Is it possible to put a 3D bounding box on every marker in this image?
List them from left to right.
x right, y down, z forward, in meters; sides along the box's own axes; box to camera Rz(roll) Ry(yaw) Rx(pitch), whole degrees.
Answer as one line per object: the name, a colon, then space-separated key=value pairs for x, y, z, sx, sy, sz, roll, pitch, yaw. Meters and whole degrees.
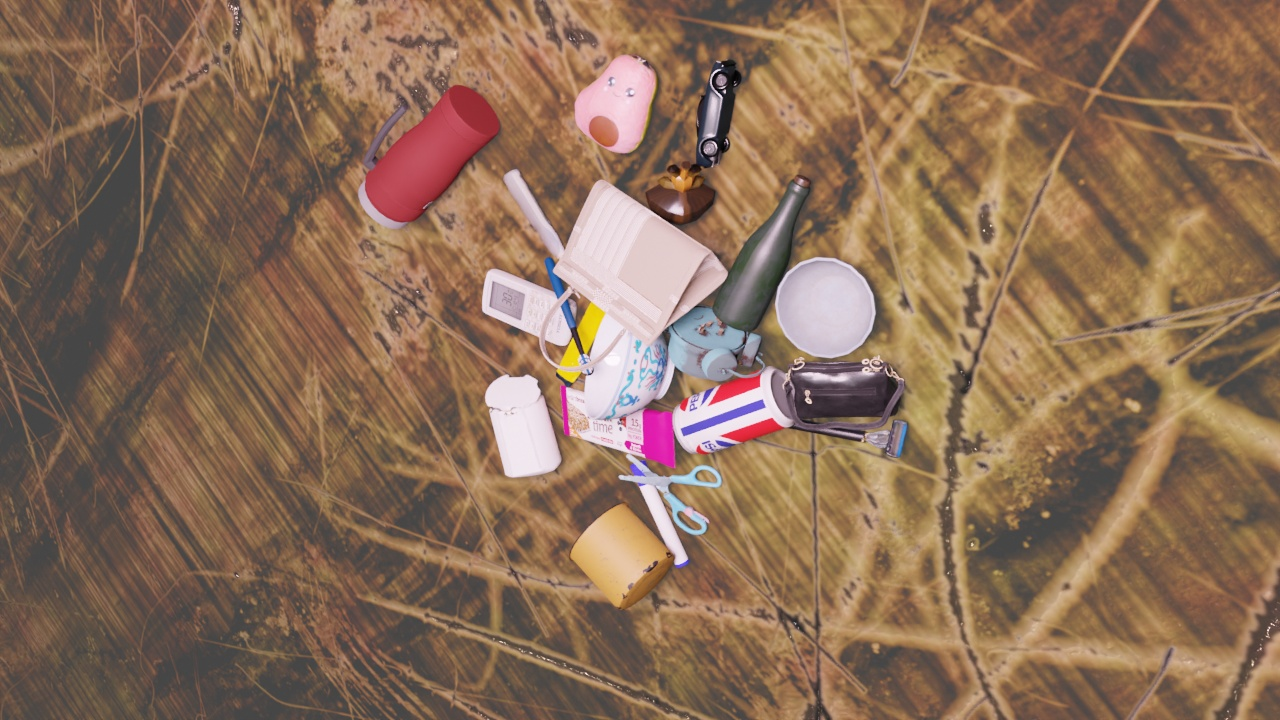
marker: x=0.025 y=0.194 z=1.162 sx=0.020 sy=0.020 sz=0.141 roll=-22 pitch=94 yaw=34

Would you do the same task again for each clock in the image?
clock: x=0.083 y=-0.014 z=1.017 sx=0.124 sy=0.089 sz=0.053 roll=39 pitch=134 yaw=31

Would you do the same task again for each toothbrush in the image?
toothbrush: x=-0.111 y=-0.153 z=1.127 sx=0.185 sy=0.024 sz=0.022 roll=57 pitch=163 yaw=3
toothbrush: x=-0.088 y=-0.056 z=1.114 sx=0.014 sy=0.014 sz=0.167 roll=-22 pitch=69 yaw=3

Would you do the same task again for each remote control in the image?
remote control: x=-0.142 y=-0.069 z=1.171 sx=0.138 sy=0.025 sz=0.060 roll=23 pitch=116 yaw=23

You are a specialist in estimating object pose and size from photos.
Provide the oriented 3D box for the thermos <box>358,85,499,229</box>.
thermos: x=-0.276 y=-0.258 z=1.146 sx=0.108 sy=0.083 sz=0.199 roll=37 pitch=126 yaw=-26

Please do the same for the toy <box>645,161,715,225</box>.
toy: x=0.044 y=-0.185 z=0.987 sx=0.076 sy=0.100 sz=0.062 roll=-2 pitch=66 yaw=-3

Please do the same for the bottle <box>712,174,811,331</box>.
bottle: x=0.135 y=-0.116 z=0.974 sx=0.055 sy=0.055 sz=0.174 roll=34 pitch=119 yaw=17

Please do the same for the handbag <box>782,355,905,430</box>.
handbag: x=0.211 y=0.029 z=0.956 sx=0.129 sy=0.054 sz=0.079 roll=-2 pitch=140 yaw=25

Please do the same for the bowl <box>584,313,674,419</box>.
bowl: x=-0.006 y=0.006 z=1.072 sx=0.074 sy=0.143 sz=0.144 roll=14 pitch=120 yaw=-18

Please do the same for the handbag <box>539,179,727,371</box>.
handbag: x=-0.035 y=-0.073 z=1.006 sx=0.176 sy=0.062 sz=0.198 roll=39 pitch=90 yaw=32

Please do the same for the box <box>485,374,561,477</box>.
box: x=-0.154 y=0.083 z=1.193 sx=0.080 sy=0.089 sz=0.143 roll=-12 pitch=98 yaw=14

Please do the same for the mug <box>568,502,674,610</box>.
mug: x=-0.019 y=0.252 z=1.160 sx=0.100 sy=0.124 sz=0.094 roll=-42 pitch=67 yaw=-11

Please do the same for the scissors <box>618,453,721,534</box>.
scissors: x=0.042 y=0.148 z=1.128 sx=0.141 sy=0.015 sz=0.111 roll=40 pitch=115 yaw=-1

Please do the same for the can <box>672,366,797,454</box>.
can: x=0.107 y=0.059 z=1.038 sx=0.132 sy=0.070 sz=0.070 roll=-23 pitch=93 yaw=34

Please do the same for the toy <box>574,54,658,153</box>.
toy: x=-0.023 y=-0.287 z=1.013 sx=0.090 sy=0.051 sz=0.110 roll=38 pitch=120 yaw=13

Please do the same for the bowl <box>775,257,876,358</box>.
bowl: x=0.199 y=-0.059 z=0.963 sx=0.106 sy=0.039 sz=0.106 roll=10 pitch=111 yaw=28

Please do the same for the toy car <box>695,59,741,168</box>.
toy car: x=0.078 y=-0.259 z=0.966 sx=0.034 sy=0.046 sz=0.112 roll=18 pitch=116 yaw=19

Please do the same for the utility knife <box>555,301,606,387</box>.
utility knife: x=-0.053 y=-0.055 z=1.127 sx=0.030 sy=0.019 sz=0.224 roll=32 pitch=123 yaw=5

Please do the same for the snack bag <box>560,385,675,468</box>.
snack bag: x=-0.032 y=0.079 z=1.137 sx=0.197 sy=0.016 sz=0.070 roll=12 pitch=111 yaw=43

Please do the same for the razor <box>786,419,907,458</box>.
razor: x=0.220 y=0.078 z=1.009 sx=0.144 sy=0.022 sz=0.042 roll=8 pitch=67 yaw=33
